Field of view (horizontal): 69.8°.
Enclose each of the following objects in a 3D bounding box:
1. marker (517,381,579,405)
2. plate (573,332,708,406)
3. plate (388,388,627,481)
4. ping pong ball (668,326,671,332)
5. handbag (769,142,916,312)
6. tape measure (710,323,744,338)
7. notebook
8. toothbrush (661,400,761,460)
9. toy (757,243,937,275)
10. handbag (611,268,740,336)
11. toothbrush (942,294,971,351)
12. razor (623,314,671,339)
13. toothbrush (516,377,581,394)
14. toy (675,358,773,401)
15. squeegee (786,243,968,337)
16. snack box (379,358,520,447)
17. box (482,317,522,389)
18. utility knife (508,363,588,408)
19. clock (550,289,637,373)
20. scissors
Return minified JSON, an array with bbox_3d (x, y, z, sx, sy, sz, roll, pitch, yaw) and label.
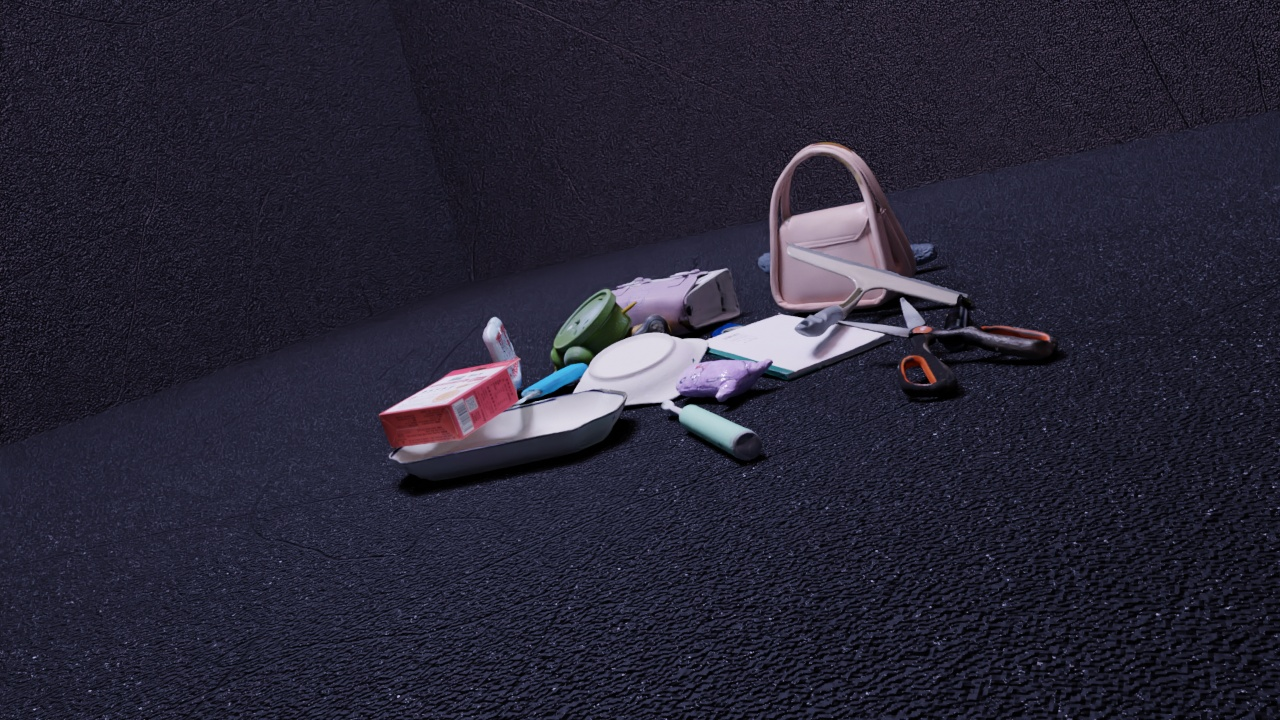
[{"bbox_3d":[-0.092,0.041,1.180,0.132,0.022,0.020,-14,-3,-2],"label":"marker"},{"bbox_3d":[-0.007,0.007,1.124,0.164,0.034,0.163,-10,25,23],"label":"plate"},{"bbox_3d":[-0.139,0.084,0.996,0.266,0.034,0.161,-13,11,10],"label":"plate"},{"bbox_3d":[0.026,-0.040,1.378,0.040,0.040,0.040,-14,11,3],"label":"ping pong ball"},{"bbox_3d":[0.267,-0.187,1.289,0.194,0.234,0.093,-4,17,42],"label":"handbag"},{"bbox_3d":[0.124,-0.029,1.234,0.054,0.025,0.058,-25,26,-34],"label":"tape measure"},{"bbox_3d":[0.175,-0.022,1.116,0.150,0.012,0.209,-19,18,-24],"label":"notebook"},{"bbox_3d":[0.059,0.060,0.878,0.026,0.027,0.224,-49,18,-6],"label":"toothbrush"},{"bbox_3d":[0.304,-0.165,1.519,0.137,0.091,0.357,-8,7,-39],"label":"toy"},{"bbox_3d":[0.036,-0.086,1.475,0.197,0.098,0.144,-6,20,41],"label":"handbag"},{"bbox_3d":[0.359,-0.048,1.035,0.027,0.026,0.212,25,22,14],"label":"toothbrush"},{"bbox_3d":[-0.017,-0.027,1.349,0.067,0.062,0.168,-24,9,-34],"label":"razor"},{"bbox_3d":[-0.150,0.040,1.278,0.190,0.016,0.014,-7,5,37],"label":"toothbrush"},{"bbox_3d":[0.082,0.022,1.004,0.083,0.039,0.108,-33,20,-33],"label":"toy"},{"bbox_3d":[0.242,-0.064,1.120,0.247,0.039,0.245,21,31,26],"label":"squeegee"},{"bbox_3d":[-0.205,0.048,1.023,0.113,0.044,0.126,-9,17,36],"label":"snack box"},{"bbox_3d":[-0.200,0.014,1.183,0.112,0.099,0.201,-36,11,-1],"label":"box"},{"bbox_3d":[-0.117,0.033,1.120,0.034,0.018,0.208,-9,8,23],"label":"utility knife"},{"bbox_3d":[-0.077,-0.031,1.330,0.161,0.056,0.116,-51,18,-12],"label":"clock"},{"bbox_3d":[0.287,-0.020,0.896,0.221,0.022,0.229,2,27,29],"label":"scissors"}]
